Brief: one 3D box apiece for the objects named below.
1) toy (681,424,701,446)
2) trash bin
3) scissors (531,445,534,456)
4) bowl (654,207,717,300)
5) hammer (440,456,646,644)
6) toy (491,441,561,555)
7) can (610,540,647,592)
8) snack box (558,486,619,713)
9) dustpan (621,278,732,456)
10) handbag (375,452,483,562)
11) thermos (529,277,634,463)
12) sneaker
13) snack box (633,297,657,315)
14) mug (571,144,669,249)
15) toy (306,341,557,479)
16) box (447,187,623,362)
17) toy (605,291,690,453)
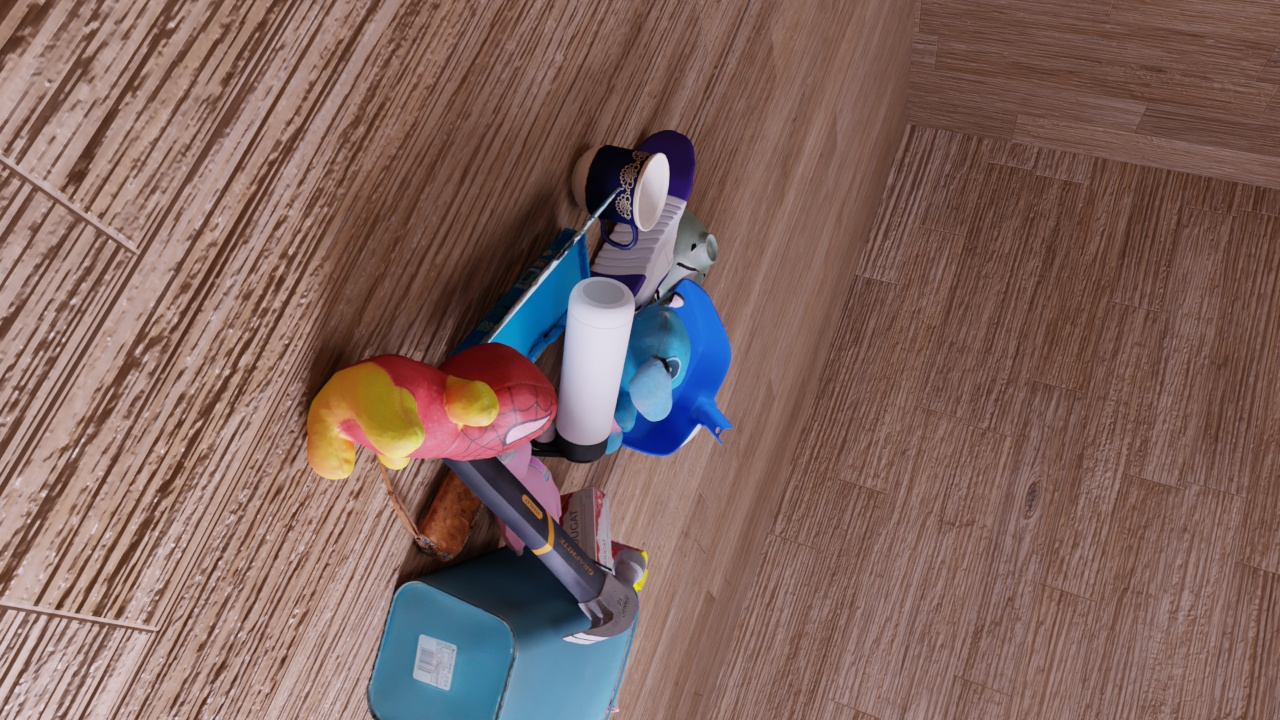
[{"bbox_3d":[0.043,0.085,1.451,0.180,0.101,0.138,127,-14,-77],"label":"toy"},{"bbox_3d":[-0.146,0.305,0.962,0.218,0.197,0.199,12,93,-65],"label":"trash bin"},{"bbox_3d":[-0.142,0.157,1.104,0.132,0.012,0.108,80,32,-51],"label":"scissors"},{"bbox_3d":[0.071,-0.153,1.281,0.174,0.068,0.174,12,76,-59],"label":"bowl"},{"bbox_3d":[-0.106,0.152,0.897,0.312,0.035,0.139,52,32,-20],"label":"hammer"},{"bbox_3d":[-0.134,0.128,1.001,0.123,0.067,0.157,-109,-177,-75],"label":"toy"},{"bbox_3d":[-0.056,0.279,1.269,0.066,0.124,0.066,15,89,-71],"label":"can"},{"bbox_3d":[-0.075,0.291,1.124,0.044,0.077,0.272,41,37,-50],"label":"snack box"},{"bbox_3d":[0.064,0.052,1.314,0.245,0.059,0.257,-57,146,-10],"label":"dustpan"},{"bbox_3d":[-0.199,0.120,0.876,0.196,0.043,0.093,71,37,-54],"label":"handbag"},{"bbox_3d":[-0.071,0.017,1.010,0.068,0.101,0.230,-80,-179,-53],"label":"thermos"},{"bbox_3d":[0.015,-0.165,1.168,0.244,0.092,0.111,-67,162,-8],"label":"sneaker"},{"bbox_3d":[0.000,-0.038,1.293,0.144,0.040,0.143,-46,145,-54],"label":"snack box"},{"bbox_3d":[-0.029,-0.183,1.022,0.085,0.089,0.112,-18,122,-68],"label":"mug"},{"bbox_3d":[-0.158,0.038,0.751,0.215,0.148,0.099,-8,88,-55],"label":"toy"},{"bbox_3d":[-0.112,-0.066,0.935,0.242,0.060,0.176,-56,172,-42],"label":"box"},{"bbox_3d":[-0.007,0.007,1.126,0.192,0.099,0.223,-50,-161,35],"label":"toy"}]
